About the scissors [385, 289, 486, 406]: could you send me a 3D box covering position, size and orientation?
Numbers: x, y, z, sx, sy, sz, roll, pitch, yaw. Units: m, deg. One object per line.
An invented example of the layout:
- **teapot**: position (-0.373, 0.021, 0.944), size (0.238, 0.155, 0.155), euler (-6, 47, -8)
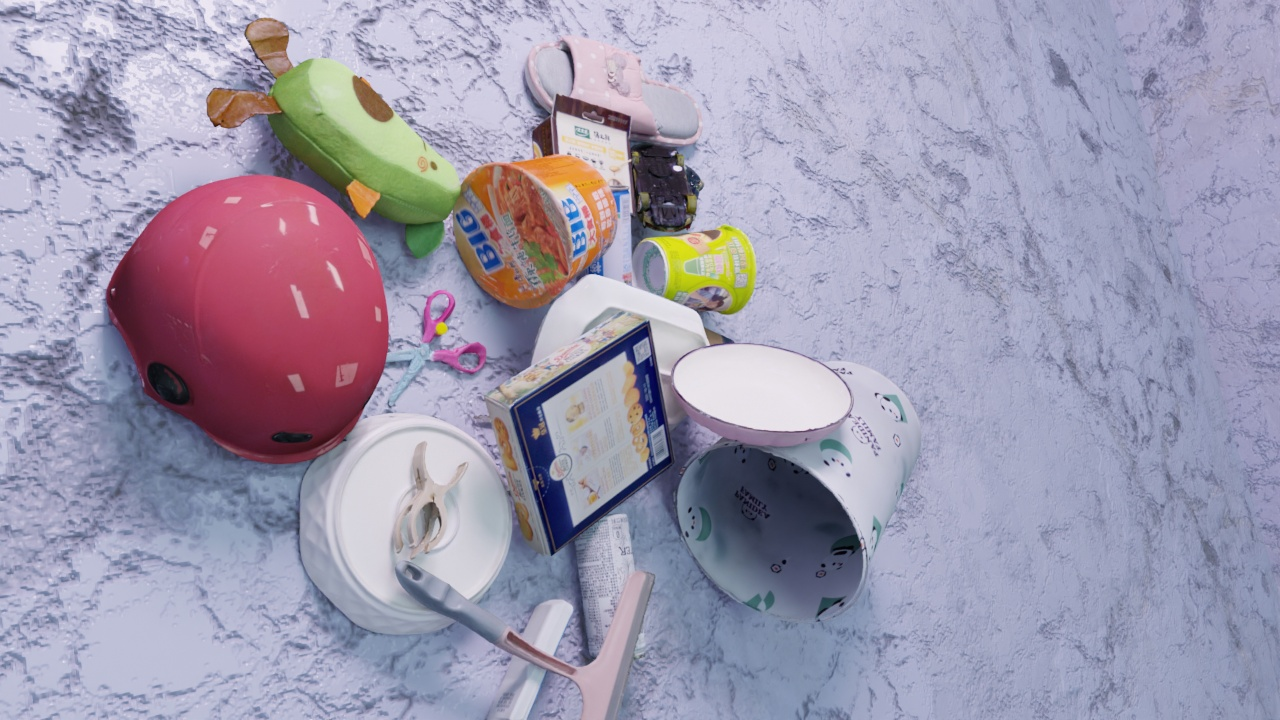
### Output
- **scissors**: position (-0.205, -0.004, 0.902), size (0.118, 0.017, 0.133), euler (43, 57, -27)

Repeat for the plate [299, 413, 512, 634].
- **plate**: position (-0.203, 0.144, 0.835), size (0.204, 0.046, 0.204), euler (13, 69, -36)

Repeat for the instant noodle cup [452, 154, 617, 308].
- **instant noodle cup**: position (-0.101, -0.142, 0.950), size (0.111, 0.152, 0.151), euler (-37, 101, -50)

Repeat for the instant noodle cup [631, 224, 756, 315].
- **instant noodle cup**: position (0.057, -0.107, 1.100), size (0.123, 0.112, 0.111), euler (-5, 80, -34)

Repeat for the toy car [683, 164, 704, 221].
- **toy car**: position (0.052, -0.210, 1.171), size (0.043, 0.034, 0.090), euler (32, 56, -26)

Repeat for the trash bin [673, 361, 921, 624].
- **trash bin**: position (0.200, 0.134, 1.070), size (0.251, 0.230, 0.229), euler (-39, 102, -46)

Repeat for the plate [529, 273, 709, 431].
- **plate**: position (-0.006, 0.006, 0.985), size (0.265, 0.034, 0.162), euler (17, 92, -48)

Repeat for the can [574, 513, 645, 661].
- **can**: position (-0.032, 0.233, 0.942), size (0.058, 0.058, 0.146), euler (0, 76, -40)

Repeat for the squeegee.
- **squeegee**: position (-0.118, 0.245, 0.820), size (0.249, 0.040, 0.246), euler (37, 48, -20)

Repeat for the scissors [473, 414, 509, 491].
- **scissors**: position (-0.096, 0.071, 0.972), size (0.159, 0.014, 0.178), euler (41, 56, -22)

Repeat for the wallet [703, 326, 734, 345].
- **wallet**: position (0.065, -0.005, 1.120), size (0.115, 0.033, 0.090), euler (24, 59, -32)

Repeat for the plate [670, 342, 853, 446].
- **plate**: position (0.125, 0.040, 0.969), size (0.191, 0.192, 0.039), euler (-22, 128, -42)

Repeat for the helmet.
- **helmet**: position (-0.294, -0.044, 0.743), size (0.206, 0.144, 0.240), euler (-33, 93, -43)

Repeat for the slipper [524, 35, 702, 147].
- **slipper**: position (-0.019, -0.329, 1.134), size (0.273, 0.055, 0.114), euler (7, 72, -39)

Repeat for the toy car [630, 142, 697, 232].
- **toy car**: position (0.025, -0.212, 1.115), size (0.070, 0.042, 0.157), euler (2, 48, -10)

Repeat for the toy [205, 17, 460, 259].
- **toy**: position (-0.266, -0.206, 0.852), size (0.246, 0.090, 0.226), euler (34, 33, -36)

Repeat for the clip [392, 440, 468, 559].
- **clip**: position (-0.186, 0.123, 0.803), size (0.070, 0.035, 0.099), euler (33, 52, -27)

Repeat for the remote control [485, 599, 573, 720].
- **remote control**: position (-0.105, 0.285, 0.871), size (0.024, 0.049, 0.124), euler (39, 54, -22)

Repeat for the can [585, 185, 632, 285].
- **can**: position (-0.037, -0.127, 1.025), size (0.053, 0.053, 0.135), euler (-16, 111, -42)

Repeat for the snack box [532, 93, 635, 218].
- **snack box**: position (-0.063, -0.230, 1.066), size (0.113, 0.053, 0.125), euler (6, 73, -39)

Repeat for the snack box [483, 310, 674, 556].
- **snack box**: position (-0.052, 0.070, 0.900), size (0.182, 0.046, 0.178), euler (-32, 127, -33)
